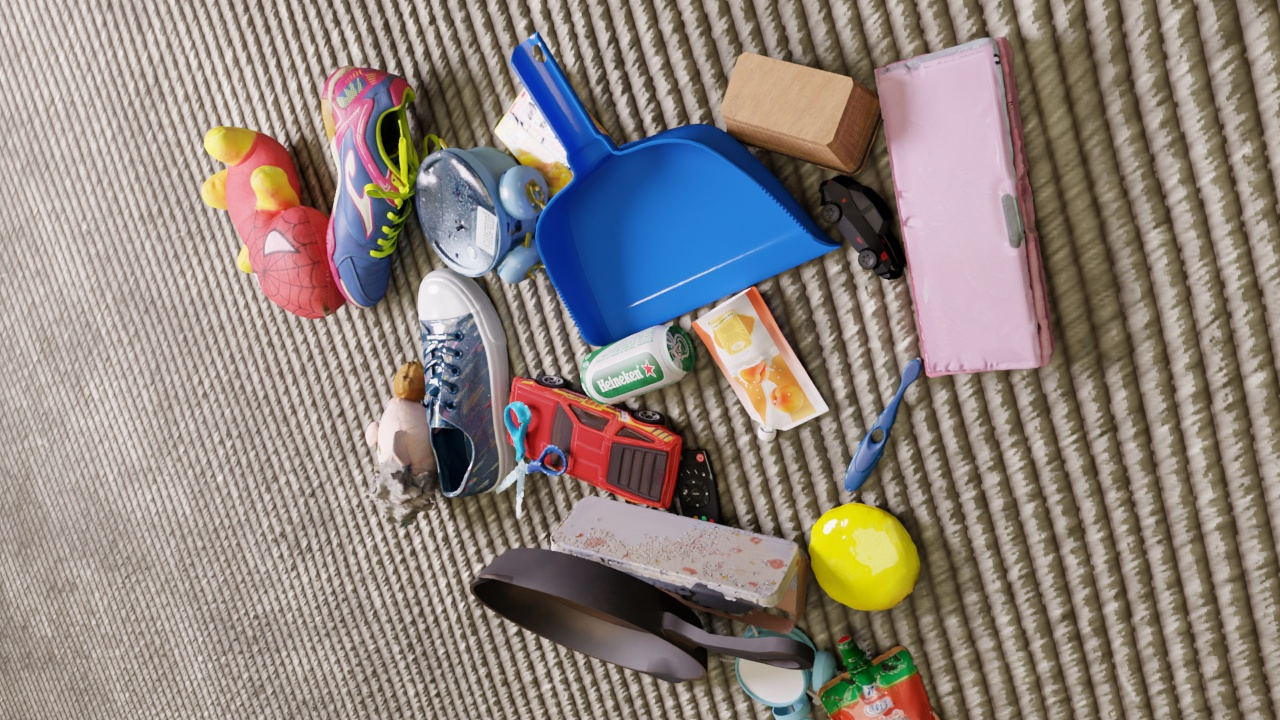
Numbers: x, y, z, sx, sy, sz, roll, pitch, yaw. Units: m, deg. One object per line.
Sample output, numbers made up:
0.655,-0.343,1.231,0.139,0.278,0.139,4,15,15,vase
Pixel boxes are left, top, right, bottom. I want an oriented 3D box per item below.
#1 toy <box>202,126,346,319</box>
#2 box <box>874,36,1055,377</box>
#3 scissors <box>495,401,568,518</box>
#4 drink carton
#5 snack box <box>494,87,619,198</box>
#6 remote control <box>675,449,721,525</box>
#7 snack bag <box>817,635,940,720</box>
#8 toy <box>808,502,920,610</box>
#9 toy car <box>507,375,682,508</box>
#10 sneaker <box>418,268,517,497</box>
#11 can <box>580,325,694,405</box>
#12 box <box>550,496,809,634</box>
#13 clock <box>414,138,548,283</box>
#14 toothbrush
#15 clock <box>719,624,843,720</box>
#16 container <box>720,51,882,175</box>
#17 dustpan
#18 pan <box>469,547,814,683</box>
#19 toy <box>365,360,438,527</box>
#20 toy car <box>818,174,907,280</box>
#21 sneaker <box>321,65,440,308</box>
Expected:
-0.374,-0.138,0.960,0.216,0.098,0.148,53,149,9,toy
0.230,-0.103,0.655,0.098,0.046,0.233,-6,102,30,box
-0.106,0.109,0.880,0.103,0.015,0.134,30,122,33,scissors
0.100,0.006,0.773,0.069,0.038,0.122,-30,94,32,drink carton
-0.058,-0.176,0.812,0.152,0.025,0.075,50,123,8,snack box
0.057,0.141,0.847,0.039,0.010,0.125,-4,102,31,remote control
0.211,0.306,0.783,0.087,0.044,0.155,-30,90,6,snack bag
0.184,0.164,0.762,0.094,0.041,0.096,38,119,18,toy
-0.048,0.074,0.864,0.189,0.056,0.082,20,111,27,toy car
-0.181,0.027,0.911,0.088,0.079,0.235,-3,103,31,sneaker
-0.005,0.005,0.818,0.101,0.053,0.053,-21,93,33,can
0.038,0.186,0.822,0.217,0.094,0.108,9,133,27,box
-0.137,-0.132,0.835,0.162,0.059,0.118,32,132,26,clock
0.195,0.053,0.740,0.021,0.016,0.133,31,120,20,toothbrush
0.138,0.286,0.829,0.123,0.041,0.088,34,118,11,clock
0.115,-0.186,0.679,0.114,0.061,0.063,23,97,23,container
-0.011,-0.143,0.729,0.246,0.059,0.257,-22,109,35,dustpan
0.002,0.223,0.796,0.357,0.043,0.248,-9,140,45,pan
-0.247,0.086,0.953,0.076,0.133,0.176,3,85,-14,toy
0.171,-0.102,0.690,0.036,0.042,0.091,-41,82,34,toy car
-0.251,-0.154,0.882,0.091,0.116,0.242,14,123,12,sneaker
